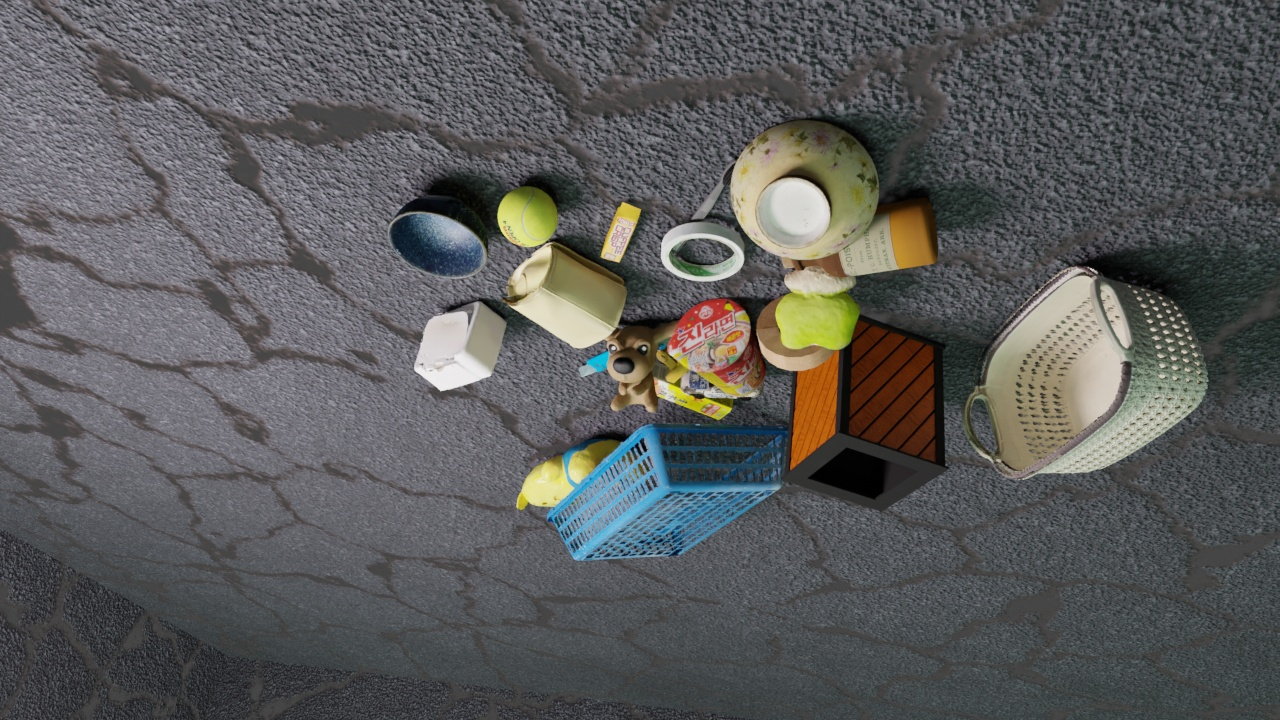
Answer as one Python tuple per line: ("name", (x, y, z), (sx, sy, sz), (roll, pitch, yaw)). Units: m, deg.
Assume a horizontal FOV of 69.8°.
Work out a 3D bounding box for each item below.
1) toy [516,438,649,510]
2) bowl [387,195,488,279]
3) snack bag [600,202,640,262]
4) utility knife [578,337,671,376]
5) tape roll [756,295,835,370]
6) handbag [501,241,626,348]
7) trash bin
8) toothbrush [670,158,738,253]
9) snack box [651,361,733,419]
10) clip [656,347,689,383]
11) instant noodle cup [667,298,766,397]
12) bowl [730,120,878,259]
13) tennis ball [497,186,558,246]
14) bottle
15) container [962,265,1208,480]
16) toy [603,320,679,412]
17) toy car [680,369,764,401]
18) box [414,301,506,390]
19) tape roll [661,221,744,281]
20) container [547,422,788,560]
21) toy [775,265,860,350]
("toy", (-0.102, 0.185, 1.490), (0.148, 0.084, 0.215), (9, 154, -34))
("bowl", (-0.224, -0.151, 1.046), (0.114, 0.060, 0.114), (7, 148, 4))
("snack bag", (-0.023, -0.142, 1.038), (0.026, 0.020, 0.099), (16, 147, -10))
("utility knife", (-0.024, -0.006, 1.246), (0.175, 0.015, 0.031), (-21, 121, 40))
("tape roll", (0.184, -0.034, 1.072), (0.094, 0.093, 0.027), (0, 145, 16))
("handbag", (-0.096, -0.076, 1.110), (0.119, 0.081, 0.111), (29, 150, -28))
("trash bin", (0.272, 0.063, 1.121), (0.139, 0.171, 0.140), (18, 146, -11))
("toothbrush", (0.068, -0.162, 0.990), (0.013, 0.013, 0.168), (19, 148, -14))
("snack box", (0.057, 0.039, 1.278), (0.148, 0.028, 0.040), (22, 146, -16))
("clip", (0.046, 0.001, 1.233), (0.047, 0.046, 0.054), (-12, 161, -33))
("instant noodle cup", (0.109, -0.007, 1.144), (0.100, 0.100, 0.112), (-8, 151, 27))
("bowl", (0.151, -0.152, 0.881), (0.145, 0.063, 0.145), (9, 121, 16))
("tennis ball", (-0.123, -0.157, 1.003), (0.065, 0.065, 0.065), (8, 147, 5))
("bottle", (0.223, -0.122, 0.952), (0.157, 0.067, 0.068), (-7, 143, 26))
("container", (0.481, 0.023, 1.001), (0.143, 0.184, 0.252), (7, 147, -11))
("toy", (-0.007, 0.007, 1.177), (0.134, 0.105, 0.108), (1, 114, 17))
("toy car", (0.108, 0.025, 1.224), (0.113, 0.048, 0.040), (0, 150, 16))
("box", (-0.251, -0.027, 1.204), (0.108, 0.102, 0.095), (-17, 136, 37))
("tape roll", (0.070, -0.122, 1.032), (0.094, 0.018, 0.094), (4, 152, 2))
("container", (0.042, 0.213, 1.398), (0.256, 0.089, 0.363), (3, 149, -29))
("toy", (0.197, -0.070, 1.019), (0.092, 0.118, 0.043), (2, -171, 18))
